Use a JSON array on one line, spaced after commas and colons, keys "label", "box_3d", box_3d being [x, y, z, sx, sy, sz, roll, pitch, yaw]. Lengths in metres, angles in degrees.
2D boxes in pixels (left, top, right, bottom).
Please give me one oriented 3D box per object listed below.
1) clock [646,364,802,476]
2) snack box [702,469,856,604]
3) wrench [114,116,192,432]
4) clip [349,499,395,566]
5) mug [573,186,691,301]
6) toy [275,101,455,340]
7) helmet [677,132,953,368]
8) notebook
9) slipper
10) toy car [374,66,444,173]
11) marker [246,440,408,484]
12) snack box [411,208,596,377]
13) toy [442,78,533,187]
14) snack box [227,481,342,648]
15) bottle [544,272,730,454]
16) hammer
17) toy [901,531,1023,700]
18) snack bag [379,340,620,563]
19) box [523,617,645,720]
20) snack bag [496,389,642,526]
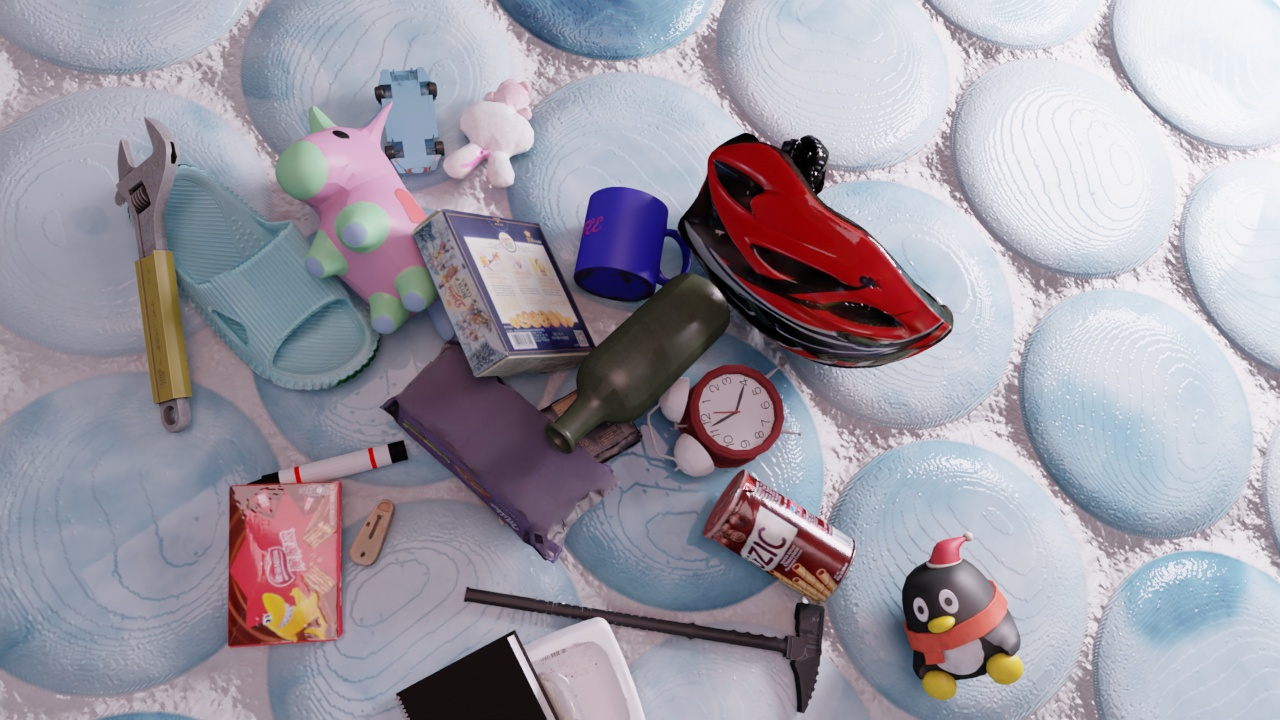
[{"label": "clock", "box_3d": [0.075, 0.056, 0.866, 0.137, 0.048, 0.096, -12, 76, -14]}, {"label": "snack box", "box_3d": [0.126, 0.160, 0.832, 0.121, 0.072, 0.072, 32, 71, 0]}, {"label": "wrench", "box_3d": [-0.420, -0.073, 0.800, 0.084, 0.018, 0.273, -10, 88, 27]}, {"label": "clip", "box_3d": [-0.231, 0.150, 0.796, 0.025, 0.047, 0.062, 26, 43, -2]}, {"label": "mug", "box_3d": [-0.004, -0.106, 0.888, 0.111, 0.079, 0.083, 16, 71, -18]}, {"label": "toy", "box_3d": [-0.238, -0.123, 0.837, 0.222, 0.120, 0.170, 47, 25, -24]}, {"label": "helmet", "box_3d": [0.163, -0.094, 0.849, 0.272, 0.217, 0.167, 40, 105, 3]}, {"label": "notebook", "box_3d": [-0.103, 0.332, 0.718, 0.016, 0.149, 0.206, -12, 71, -58]}, {"label": "slipper", "box_3d": [-0.356, -0.081, 0.825, 0.276, 0.070, 0.115, 44, 75, 5]}, {"label": "toy car", "box_3d": [-0.228, -0.234, 0.912, 0.060, 0.027, 0.107, -8, 85, -12]}, {"label": "marker", "box_3d": [-0.280, 0.097, 0.808, 0.145, 0.019, 0.019, -14, 76, -13]}, {"label": "snack box", "box_3d": [-0.118, -0.059, 0.825, 0.043, 0.144, 0.145, -32, 77, 27]}, {"label": "toy", "box_3d": [-0.144, -0.228, 0.919, 0.076, 0.037, 0.125, 17, 69, -1]}, {"label": "snack box", "box_3d": [-0.298, 0.170, 0.773, 0.089, 0.021, 0.133, -1, 83, -11]}, {"label": "bottle", "box_3d": [-0.005, 0.005, 0.815, 0.071, 0.072, 0.206, 43, 60, 5]}, {"label": "hammer", "box_3d": [0.004, 0.242, 0.818, 0.325, 0.015, 0.095, 11, 73, -6]}, {"label": "toy", "box_3d": [0.280, 0.225, 0.824, 0.098, 0.099, 0.119, -28, 91, 29]}, {"label": "snack bag", "box_3d": [-0.123, 0.074, 0.805, 0.205, 0.058, 0.096, 40, 71, 7]}, {"label": "box", "box_3d": [-0.052, 0.274, 0.731, 0.103, 0.130, 0.110, -19, 80, -10]}, {"label": "snack bag", "box_3d": [-0.080, 0.080, 0.848, 0.155, 0.018, 0.074, -29, 81, -17]}]
